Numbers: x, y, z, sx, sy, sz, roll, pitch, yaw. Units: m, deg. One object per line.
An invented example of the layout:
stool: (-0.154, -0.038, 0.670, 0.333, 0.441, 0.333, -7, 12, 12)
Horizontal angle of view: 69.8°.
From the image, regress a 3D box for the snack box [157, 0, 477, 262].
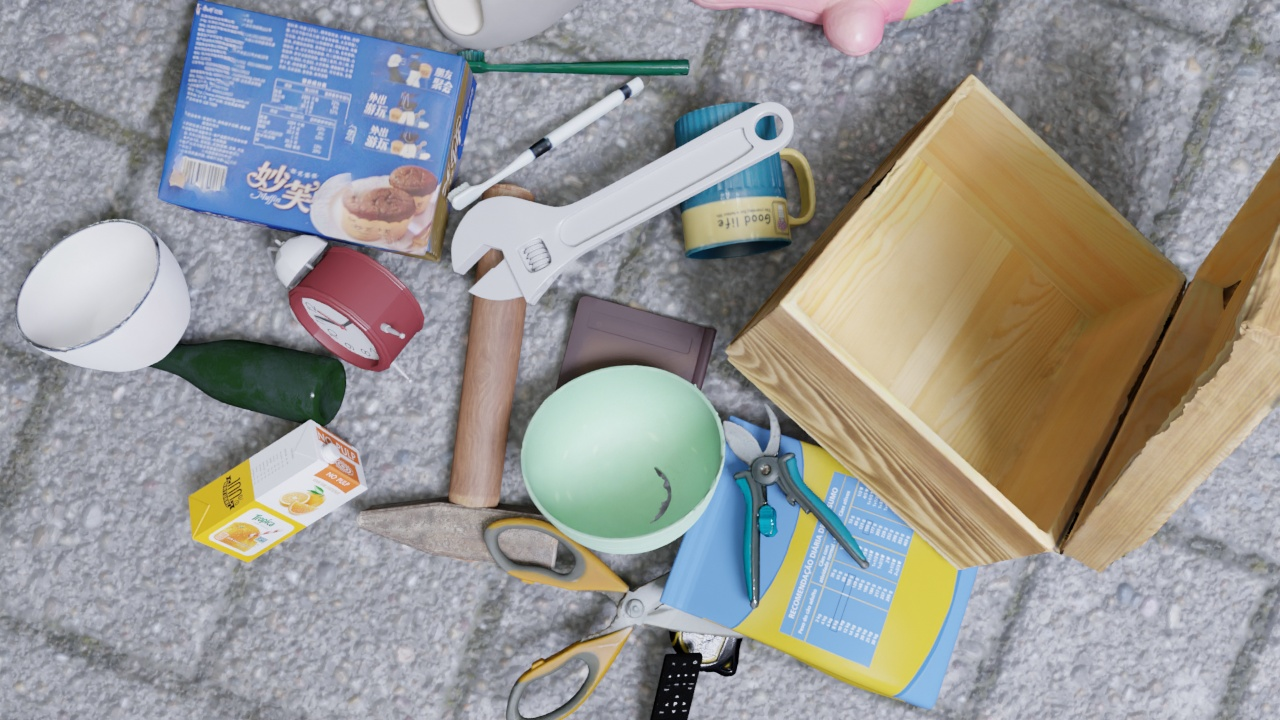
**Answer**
snack box: (-0.245, -0.173, 0.712, 0.203, 0.069, 0.155, 11, 90, -1)

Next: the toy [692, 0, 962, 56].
toy: (0.150, -0.320, 0.711, 0.237, 0.097, 0.192, -10, 82, 6)

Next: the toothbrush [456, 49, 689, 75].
toothbrush: (-0.055, -0.241, 0.743, 0.190, 0.016, 0.017, 0, 86, -2)

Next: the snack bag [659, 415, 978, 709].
snack bag: (0.137, 0.149, 0.697, 0.205, 0.102, 0.158, 22, 78, 1)

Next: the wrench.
wrench: (-0.017, -0.125, 0.682, 0.273, 0.018, 0.086, -28, 81, 9)

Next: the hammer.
hammer: (-0.127, 0.007, 0.732, 0.158, 0.037, 0.300, 7, 90, -1)

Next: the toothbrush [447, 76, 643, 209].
toothbrush: (-0.074, -0.175, 0.727, 0.186, 0.012, 0.017, -36, 56, -13)

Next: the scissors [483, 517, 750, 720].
scissors: (-0.026, 0.204, 0.709, 0.225, 0.016, 0.216, 20, 87, -4)

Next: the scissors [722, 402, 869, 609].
scissors: (0.108, 0.107, 0.665, 0.125, 0.019, 0.153, 8, 75, 20)

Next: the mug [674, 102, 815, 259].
mug: (0.084, -0.139, 0.721, 0.113, 0.083, 0.107, -6, 87, -23)

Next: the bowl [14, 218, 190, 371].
bowl: (-0.398, -0.042, 0.696, 0.116, 0.066, 0.116, -5, 61, 9)

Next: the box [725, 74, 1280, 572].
box: (0.290, -0.048, 0.562, 0.284, 0.324, 0.278, 43, 61, -3)

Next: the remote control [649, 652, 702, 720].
remote control: (0.021, 0.288, 0.723, 0.030, 0.009, 0.140, 3, 112, -18)

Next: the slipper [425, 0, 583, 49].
slipper: (-0.050, -0.341, 0.711, 0.266, 0.080, 0.113, -25, 94, -1)

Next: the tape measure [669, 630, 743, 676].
tape measure: (0.054, 0.217, 0.739, 0.061, 0.034, 0.061, 16, 87, -4)

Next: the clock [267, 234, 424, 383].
clock: (-0.226, -0.043, 0.698, 0.137, 0.096, 0.048, 28, 60, 8)

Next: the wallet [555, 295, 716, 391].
wallet: (-0.004, 0.004, 0.746, 0.115, 0.018, 0.091, 15, 89, -3)

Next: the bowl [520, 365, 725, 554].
bowl: (-0.010, 0.084, 0.691, 0.151, 0.077, 0.150, -4, 52, 5)

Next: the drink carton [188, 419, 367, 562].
drink carton: (-0.276, 0.100, 0.706, 0.122, 0.058, 0.040, -31, 53, 6)

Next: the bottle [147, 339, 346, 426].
bottle: (-0.323, 0.008, 0.721, 0.174, 0.055, 0.055, 12, 90, 7)
